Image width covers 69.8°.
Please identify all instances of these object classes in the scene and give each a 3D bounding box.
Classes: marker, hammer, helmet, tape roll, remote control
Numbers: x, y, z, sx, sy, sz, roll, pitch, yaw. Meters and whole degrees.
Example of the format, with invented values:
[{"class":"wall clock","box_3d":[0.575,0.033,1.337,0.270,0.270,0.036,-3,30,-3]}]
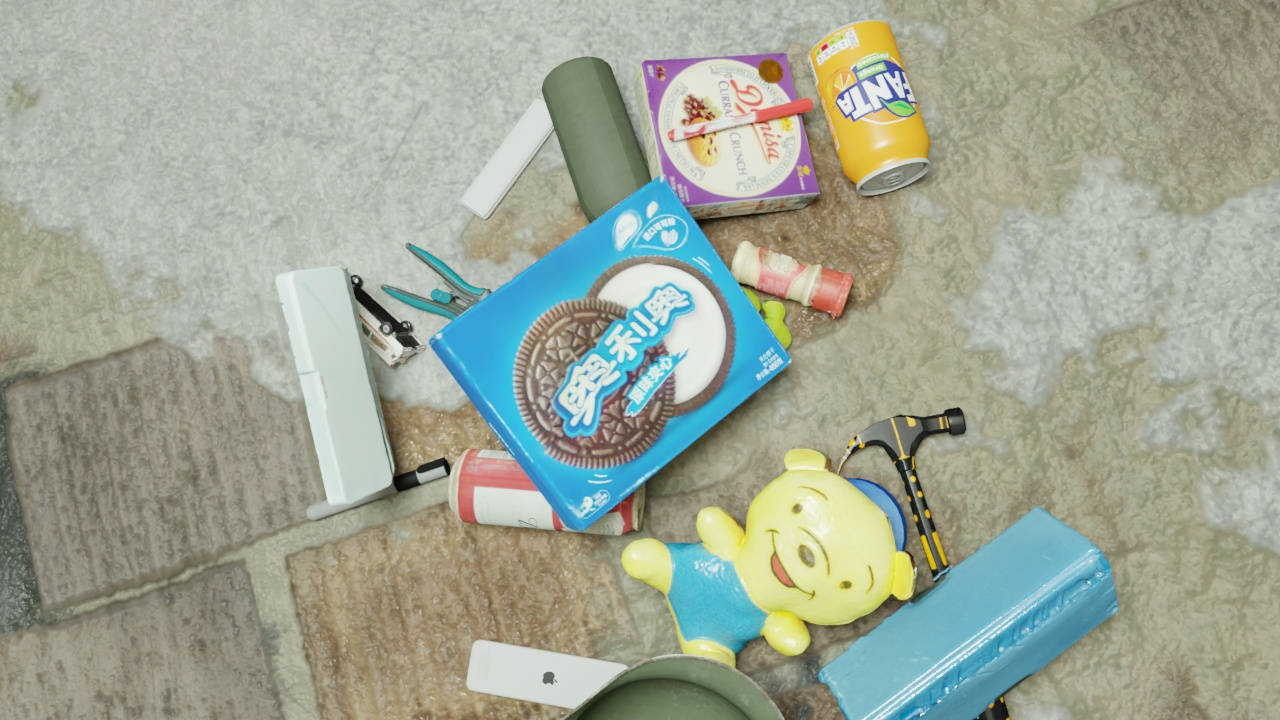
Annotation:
[{"class":"marker","box_3d":[-0.247,0.123,0.865,0.140,0.016,0.016,-19,79,3]},{"class":"hammer","box_3d":[0.261,0.203,0.785,0.123,0.036,0.320,-16,78,8]},{"class":"marker","box_3d":[0.090,-0.216,0.821,0.142,0.013,0.012,-17,79,-16]},{"class":"helmet","box_3d":[0.015,0.352,0.726,0.227,0.154,0.268,28,90,9]},{"class":"tape roll","box_3d":[0.183,0.149,0.793,0.093,0.016,0.091,-29,75,22]},{"class":"remote control","box_3d":[-0.083,0.284,0.823,0.147,0.008,0.045,7,81,8]},{"class":"remote control","box_3d":[-0.128,-0.200,0.904,0.033,0.012,0.131,35,86,11]}]

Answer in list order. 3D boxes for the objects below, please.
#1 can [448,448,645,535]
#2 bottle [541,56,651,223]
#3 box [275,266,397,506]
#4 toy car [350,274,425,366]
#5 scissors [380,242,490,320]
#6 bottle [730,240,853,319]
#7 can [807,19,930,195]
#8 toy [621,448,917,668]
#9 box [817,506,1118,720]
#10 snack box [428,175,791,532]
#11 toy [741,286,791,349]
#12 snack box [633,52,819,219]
[{"class":"can","box_3d":[-0.082,0.117,0.820,0.170,0.067,0.067,3,81,7]},{"class":"bottle","box_3d":[-0.030,-0.178,0.859,0.071,0.071,0.206,-20,79,3]},{"class":"box","box_3d":[-0.253,0.016,0.799,0.049,0.136,0.197,-10,96,5]},{"class":"toy car","box_3d":[-0.261,-0.040,0.884,0.113,0.039,0.039,41,109,12]},{"class":"scissors","box_3d":[-0.185,-0.061,0.886,0.153,0.019,0.128,-14,81,3]},{"class":"bottle","box_3d":[0.137,-0.075,0.838,0.109,0.044,0.044,20,84,10]},{"class":"can","box_3d":[0.209,-0.230,0.835,0.079,0.079,0.142,-16,79,4]},{"class":"toy","box_3d":[0.109,0.170,0.768,0.214,0.084,0.149,-32,84,15]},{"class":"box","box_3d":[0.270,0.233,0.731,0.231,0.094,0.102,-38,106,1]},{"class":"snack box","box_3d":[-0.021,-0.009,0.762,0.238,0.056,0.195,-38,97,-15]},{"class":"toy","box_3d":[0.086,-0.033,0.842,0.094,0.036,0.093,-32,87,2]},{"class":"snack box","box_3d":[0.078,-0.206,0.845,0.148,0.041,0.143,-8,79,-14]}]
